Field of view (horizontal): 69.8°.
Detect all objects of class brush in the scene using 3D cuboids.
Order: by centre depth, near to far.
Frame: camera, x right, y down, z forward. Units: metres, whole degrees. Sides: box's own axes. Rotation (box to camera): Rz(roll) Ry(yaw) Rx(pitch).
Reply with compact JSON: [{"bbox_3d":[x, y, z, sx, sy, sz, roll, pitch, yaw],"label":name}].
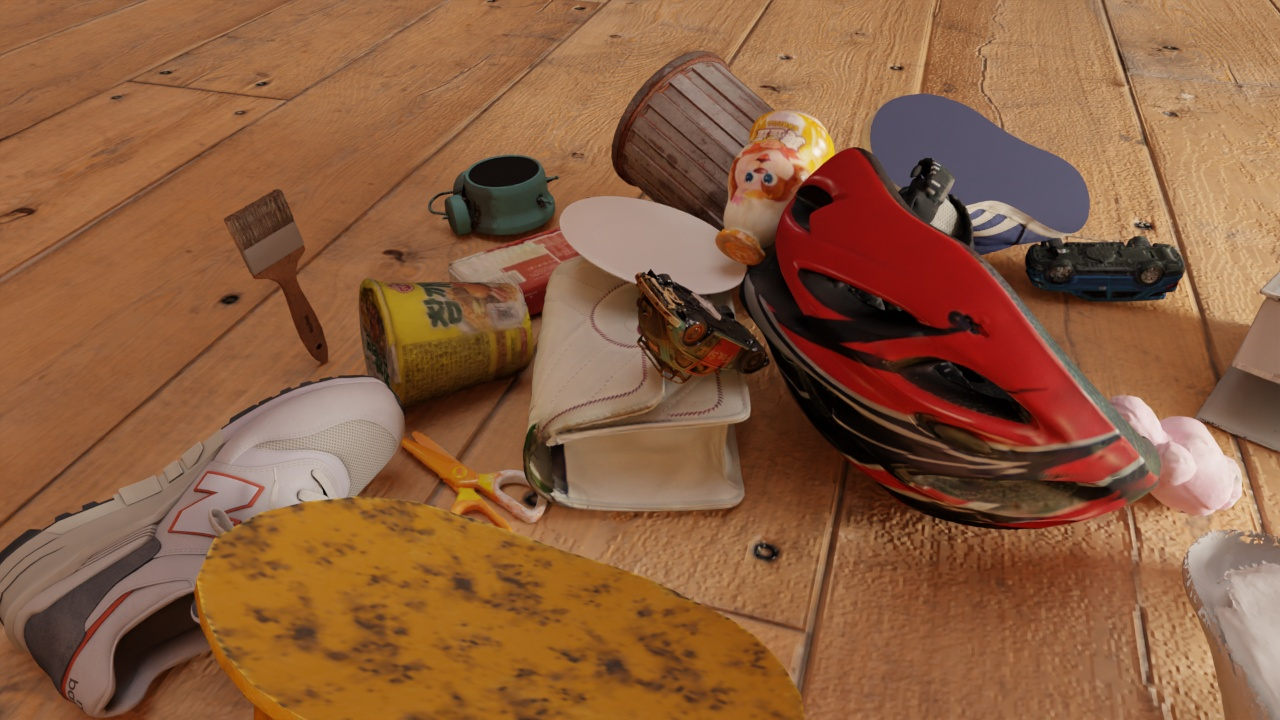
[{"bbox_3d":[-0.252,-0.053,0.665,0.008,0.143,0.045,24,52,31],"label":"brush"}]

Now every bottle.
[{"bbox_3d":[0.090,-0.120,0.639,0.063,0.063,0.108,20,72,25],"label":"bottle"}]

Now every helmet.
[{"bbox_3d":[-0.069,0.163,0.381,0.256,0.131,0.205,17,9,31],"label":"helmet"},{"bbox_3d":[0.178,-0.005,0.555,0.167,0.217,0.272,-47,55,12],"label":"helmet"}]

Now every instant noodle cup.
[{"bbox_3d":[-0.140,-0.016,0.663,0.108,0.102,0.102,-10,37,-26],"label":"instant noodle cup"}]

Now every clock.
[{"bbox_3d":[-0.142,-0.158,0.879,0.124,0.053,0.089,-1,36,4],"label":"clock"}]

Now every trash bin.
[{"bbox_3d":[0.081,-0.150,0.757,0.130,0.131,0.211,-29,64,-32],"label":"trash bin"}]

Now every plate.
[{"bbox_3d":[0.008,-0.078,0.641,0.134,0.011,0.134,12,33,-8],"label":"plate"}]

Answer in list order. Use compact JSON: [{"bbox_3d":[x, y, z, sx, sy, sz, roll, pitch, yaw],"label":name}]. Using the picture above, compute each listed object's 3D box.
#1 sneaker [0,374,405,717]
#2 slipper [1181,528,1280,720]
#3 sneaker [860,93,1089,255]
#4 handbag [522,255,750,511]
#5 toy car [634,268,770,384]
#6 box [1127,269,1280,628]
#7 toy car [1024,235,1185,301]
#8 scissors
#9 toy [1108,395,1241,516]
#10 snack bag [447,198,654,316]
[{"bbox_3d":[-0.221,0.108,0.510,0.239,0.089,0.124,-30,50,-21],"label":"sneaker"},{"bbox_3d":[0.314,0.152,0.424,0.112,0.075,0.246,20,26,14],"label":"slipper"},{"bbox_3d":[0.241,-0.142,0.758,0.232,0.091,0.119,8,-9,-26],"label":"sneaker"},{"bbox_3d":[-0.004,0.004,0.626,0.142,0.096,0.198,-1,37,-2],"label":"handbag"},{"bbox_3d":[0.028,-0.013,0.533,0.111,0.047,0.047,21,29,-48],"label":"toy car"},{"bbox_3d":[0.508,0.116,0.710,0.169,0.405,0.171,28,45,34],"label":"box"},{"bbox_3d":[0.385,-0.074,0.766,0.120,0.044,0.056,3,37,10],"label":"toy car"},{"bbox_3d":[-0.114,0.074,0.602,0.070,0.013,0.130,-27,45,-32],"label":"scissors"},{"bbox_3d":[0.328,0.061,0.564,0.110,0.047,0.063,28,37,-34],"label":"toy"},{"bbox_3d":[-0.051,-0.090,0.800,0.224,0.041,0.077,-21,43,-28],"label":"snack bag"}]
